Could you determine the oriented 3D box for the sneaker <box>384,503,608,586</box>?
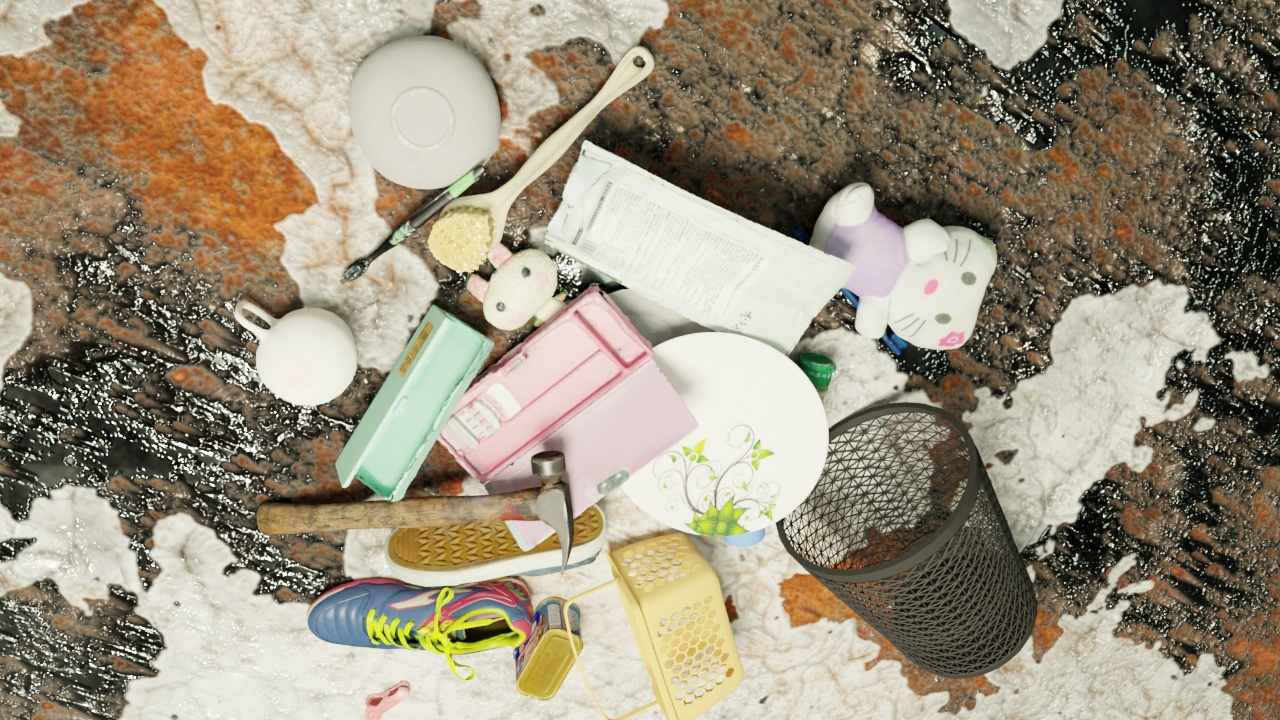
[{"bbox_3d":[-0.150,0.206,0.978,0.235,0.087,0.079,-6,137,-4],"label":"sneaker"}]

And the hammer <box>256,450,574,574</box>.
[{"bbox_3d":[-0.229,0.161,0.921,0.331,0.033,0.120,-5,100,11],"label":"hammer"}]

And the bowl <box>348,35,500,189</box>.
[{"bbox_3d":[-0.190,-0.216,0.808,0.131,0.064,0.132,-3,112,-8],"label":"bowl"}]

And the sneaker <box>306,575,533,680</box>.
[{"bbox_3d":[-0.236,0.279,0.983,0.241,0.091,0.116,-3,114,-7],"label":"sneaker"}]

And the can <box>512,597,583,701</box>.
[{"bbox_3d":[-0.105,0.327,1.040,0.054,0.059,0.100,24,105,-17],"label":"can"}]

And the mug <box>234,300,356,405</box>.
[{"bbox_3d":[-0.326,-0.013,0.860,0.124,0.076,0.090,39,101,-20],"label":"mug"}]

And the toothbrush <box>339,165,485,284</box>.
[{"bbox_3d":[-0.212,-0.122,0.842,0.188,0.017,0.014,-33,107,22],"label":"toothbrush"}]

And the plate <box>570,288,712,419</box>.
[{"bbox_3d":[-0.006,0.005,0.950,0.172,0.019,0.173,-3,112,-8],"label":"plate"}]

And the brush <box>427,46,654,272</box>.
[{"bbox_3d":[-0.089,-0.186,0.841,0.272,0.077,0.062,-44,120,4],"label":"brush"}]

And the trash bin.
[{"bbox_3d":[0.301,0.206,0.986,0.217,0.216,0.243,-37,119,6],"label":"trash bin"}]

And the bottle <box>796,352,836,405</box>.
[{"bbox_3d":[0.176,0.048,0.984,0.042,0.042,0.110,8,111,-12],"label":"bottle"}]

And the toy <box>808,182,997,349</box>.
[{"bbox_3d":[0.255,-0.088,0.914,0.209,0.085,0.138,20,106,-21],"label":"toy"}]

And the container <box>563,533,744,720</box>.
[{"bbox_3d":[0.009,0.301,1.008,0.167,0.129,0.183,-22,116,-11],"label":"container"}]

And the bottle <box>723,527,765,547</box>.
[{"bbox_3d":[0.111,0.137,1.005,0.048,0.048,0.131,-8,112,-6],"label":"bottle"}]

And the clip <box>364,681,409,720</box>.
[{"bbox_3d":[-0.290,0.391,1.050,0.057,0.035,0.022,-31,110,0],"label":"clip"}]

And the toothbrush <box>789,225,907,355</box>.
[{"bbox_3d":[0.220,-0.073,0.958,0.017,0.016,0.190,-46,111,1],"label":"toothbrush"}]

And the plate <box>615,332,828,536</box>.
[{"bbox_3d":[0.077,0.075,0.950,0.229,0.030,0.230,3,111,7],"label":"plate"}]

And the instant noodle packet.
[{"bbox_3d":[0.049,-0.100,0.862,0.269,0.057,0.147,25,138,-7],"label":"instant noodle packet"}]

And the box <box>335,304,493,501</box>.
[{"bbox_3d":[-0.229,0.036,0.869,0.077,0.079,0.189,34,93,22],"label":"box"}]

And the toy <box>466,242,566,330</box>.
[{"bbox_3d":[-0.115,-0.067,0.891,0.112,0.050,0.087,38,101,-12],"label":"toy"}]

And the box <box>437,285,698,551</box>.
[{"bbox_3d":[-0.079,0.058,0.918,0.233,0.055,0.180,-36,93,15],"label":"box"}]
